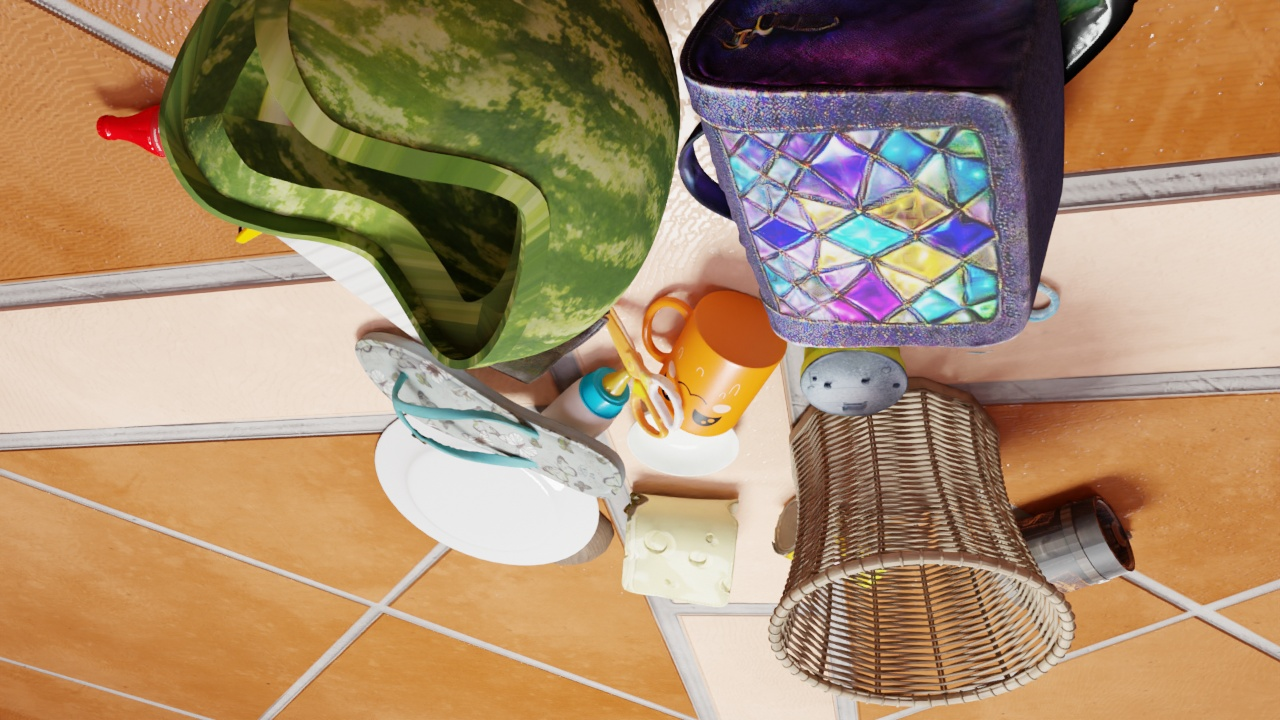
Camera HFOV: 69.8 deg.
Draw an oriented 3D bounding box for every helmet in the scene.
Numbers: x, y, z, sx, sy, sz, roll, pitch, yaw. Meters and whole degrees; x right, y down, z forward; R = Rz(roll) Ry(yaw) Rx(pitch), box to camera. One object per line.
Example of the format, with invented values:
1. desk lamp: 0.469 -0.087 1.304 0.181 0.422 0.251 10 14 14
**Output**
1. helmet: -0.092 -0.133 0.488 0.247 0.242 0.214 37 154 -32

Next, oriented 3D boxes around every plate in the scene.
1. plate: -0.162 0.141 0.951 0.242 0.016 0.243 8 132 9
2. plate: 0.040 0.068 0.854 0.104 0.026 0.104 4 139 4

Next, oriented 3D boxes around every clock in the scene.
1. clock: 0.167 -0.007 0.723 0.083 0.056 0.119 -3 138 14

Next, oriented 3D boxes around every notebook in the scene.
1. notebook: -0.168 -0.072 0.720 0.143 0.009 0.209 -16 142 27

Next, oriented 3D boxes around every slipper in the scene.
1. slipper: -0.143 0.065 0.813 0.269 0.054 0.098 26 142 4

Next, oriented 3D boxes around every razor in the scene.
1. razor: 0.228 -0.186 0.522 0.067 0.053 0.152 23 145 -1

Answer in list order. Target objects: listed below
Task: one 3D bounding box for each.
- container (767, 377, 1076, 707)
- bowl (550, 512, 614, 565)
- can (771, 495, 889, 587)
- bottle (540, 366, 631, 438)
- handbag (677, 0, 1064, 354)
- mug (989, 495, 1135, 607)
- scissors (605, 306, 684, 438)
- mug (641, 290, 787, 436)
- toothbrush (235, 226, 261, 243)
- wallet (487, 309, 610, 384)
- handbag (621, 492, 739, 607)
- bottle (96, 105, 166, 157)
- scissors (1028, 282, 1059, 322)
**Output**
1. container: 0.223 0.149 0.775 0.227 0.195 0.227 4 135 3
2. bowl: -0.089 0.198 1.020 0.118 0.030 0.118 5 139 4
3. can: 0.193 0.182 0.925 0.105 0.067 0.068 23 137 -16
4. bottle: -0.048 0.044 0.823 0.051 0.051 0.147 28 135 -21
5. handbag: 0.125 -0.115 0.548 0.222 0.125 0.205 7 143 31
6. mug: 0.415 0.185 0.896 0.107 0.080 0.115 -32 153 35
7. scissors: -0.004 0.003 0.742 0.064 0.013 0.128 -29 86 54
8. mug: 0.049 -0.007 0.741 0.112 0.077 0.096 40 139 11
9. toothbrush: -0.246 -0.128 0.680 0.197 0.030 0.031 -22 156 34
10. wallet: -0.098 -0.030 0.744 0.099 0.031 0.120 25 139 -34
11. handbag: 0.039 0.190 0.953 0.119 0.081 0.111 7 127 6
12. bottle: -0.324 -0.161 0.649 0.119 0.036 0.036 5 139 5
13. scissors: 0.245 -0.054 0.692 0.134 0.011 0.138 31 136 -27
